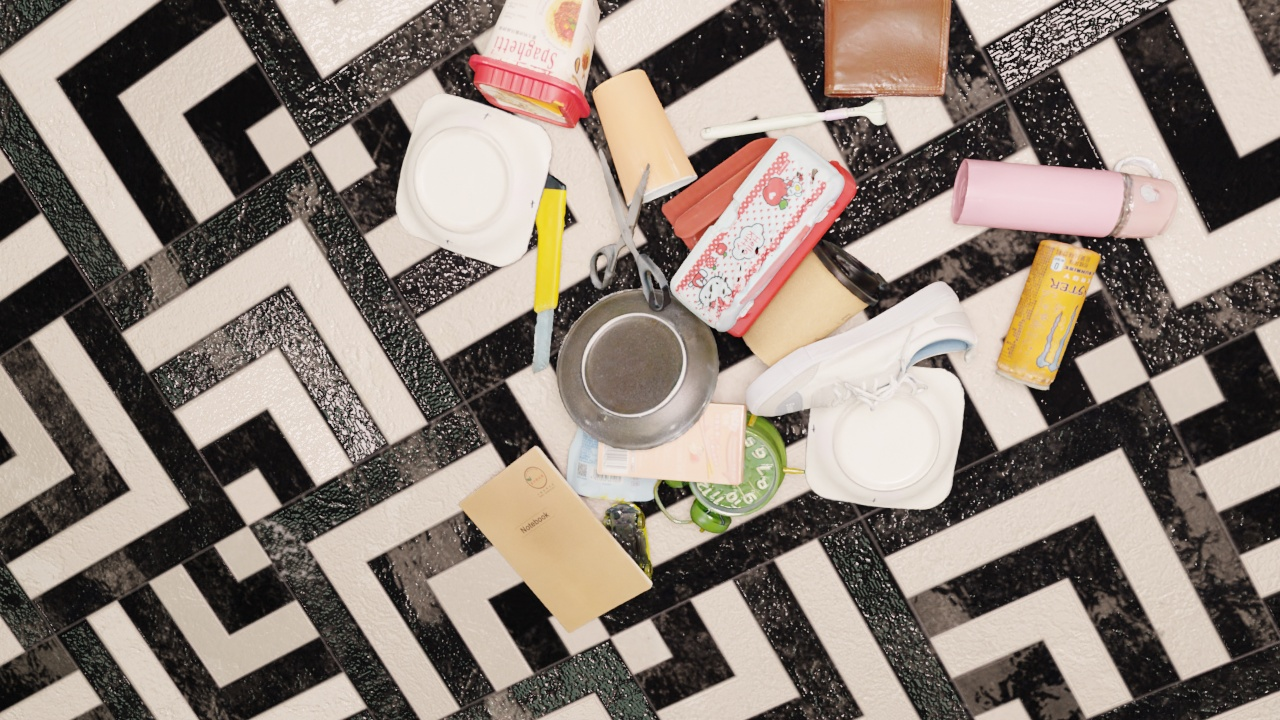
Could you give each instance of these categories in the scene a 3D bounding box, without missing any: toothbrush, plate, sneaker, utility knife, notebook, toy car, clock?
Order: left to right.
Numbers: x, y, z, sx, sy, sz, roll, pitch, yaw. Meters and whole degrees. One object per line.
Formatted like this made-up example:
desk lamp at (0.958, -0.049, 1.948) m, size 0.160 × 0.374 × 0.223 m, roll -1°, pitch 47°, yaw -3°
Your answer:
plate at (-0.187, -0.195, 0.992) m, size 0.164 × 0.034 × 0.164 m, roll 19°, pitch 104°, yaw 9°
utility knife at (-0.105, -0.093, 1.017) m, size 0.033 × 0.015 × 0.223 m, roll 8°, pitch 101°, yaw 11°
notebook at (-0.101, 0.212, 1.065) m, size 0.148 × 0.008 × 0.207 m, roll -37°, pitch 95°, yaw 31°
toy car at (-0.012, 0.212, 1.061) m, size 0.048 × 0.032 × 0.105 m, roll -6°, pitch 102°, yaw 17°
plate at (-0.006, 0.006, 0.971) m, size 0.179 × 0.024 × 0.179 m, roll -3°, pitch 75°, yaw 12°
clock at (0.090, 0.125, 1.017) m, size 0.161 × 0.056 × 0.116 m, roll -34°, pitch 95°, yaw 13°
toothbrush at (0.157, -0.246, 0.949) m, size 0.190 × 0.020 × 0.029 m, roll -5°, pitch 71°, yaw 10°
sneaker at (0.229, 0.014, 0.943) m, size 0.242 × 0.089 × 0.090 m, roll -27°, pitch 67°, yaw 3°
plate at (0.265, 0.085, 0.997) m, size 0.164 × 0.034 × 0.164 m, roll 5°, pitch 102°, yaw 6°

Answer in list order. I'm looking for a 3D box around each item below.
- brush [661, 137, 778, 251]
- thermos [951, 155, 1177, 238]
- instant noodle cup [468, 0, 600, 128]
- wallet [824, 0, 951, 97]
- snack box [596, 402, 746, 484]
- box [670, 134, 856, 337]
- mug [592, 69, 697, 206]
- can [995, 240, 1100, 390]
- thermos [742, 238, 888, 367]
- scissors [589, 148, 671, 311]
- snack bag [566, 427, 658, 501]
brush at (0.096, -0.175, 0.945) m, size 0.146 × 0.069 × 0.063 m, roll -35°, pitch 96°, yaw 13°
thermos at (0.417, -0.168, 0.910) m, size 0.199 × 0.067 × 0.087 m, roll 5°, pitch 73°, yaw 7°
instant noodle cup at (-0.098, -0.315, 0.926) m, size 0.116 × 0.116 × 0.124 m, roll 17°, pitch 92°, yaw 4°
wallet at (0.245, -0.316, 0.916) m, size 0.124 × 0.032 × 0.101 m, roll 1°, pitch 99°, yaw 7°
snack box at (0.033, 0.084, 0.977) m, size 0.157 × 0.026 × 0.084 m, roll 3°, pitch 88°, yaw 14°
box at (0.117, -0.127, 0.921) m, size 0.100 × 0.095 × 0.202 m, roll 32°, pitch 114°, yaw -12°
mug at (0.000, -0.230, 0.947) m, size 0.078 × 0.078 × 0.123 m, roll -21°, pitch 93°, yaw 11°
can at (0.414, -0.047, 0.935) m, size 0.058 × 0.058 × 0.146 m, roll 16°, pitch 104°, yaw 4°
thermos at (0.176, -0.058, 0.954) m, size 0.093 × 0.092 × 0.143 m, roll 43°, pitch 111°, yaw -3°
scissors at (-0.015, -0.129, 0.952) m, size 0.160 × 0.014 × 0.181 m, roll -22°, pitch 94°, yaw 51°
snack bag at (-0.029, 0.062, 1.030) m, size 0.110 × 0.038 × 0.191 m, roll 6°, pitch 100°, yaw 14°
